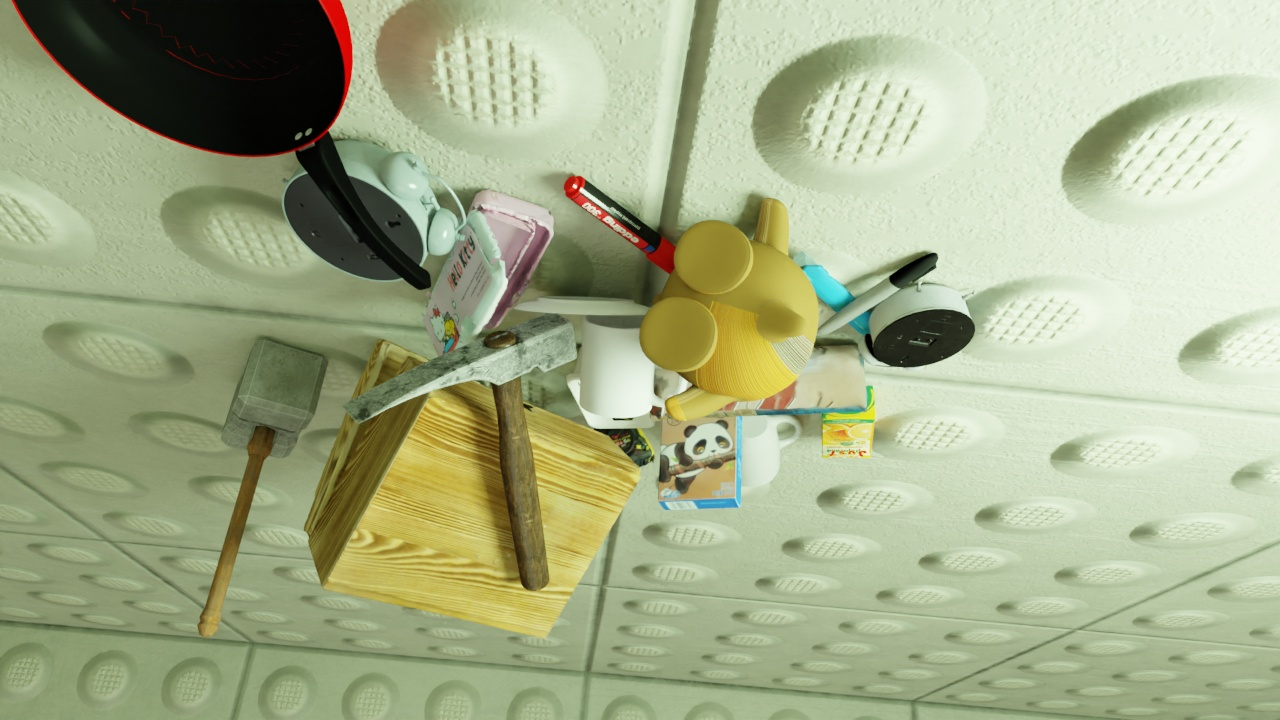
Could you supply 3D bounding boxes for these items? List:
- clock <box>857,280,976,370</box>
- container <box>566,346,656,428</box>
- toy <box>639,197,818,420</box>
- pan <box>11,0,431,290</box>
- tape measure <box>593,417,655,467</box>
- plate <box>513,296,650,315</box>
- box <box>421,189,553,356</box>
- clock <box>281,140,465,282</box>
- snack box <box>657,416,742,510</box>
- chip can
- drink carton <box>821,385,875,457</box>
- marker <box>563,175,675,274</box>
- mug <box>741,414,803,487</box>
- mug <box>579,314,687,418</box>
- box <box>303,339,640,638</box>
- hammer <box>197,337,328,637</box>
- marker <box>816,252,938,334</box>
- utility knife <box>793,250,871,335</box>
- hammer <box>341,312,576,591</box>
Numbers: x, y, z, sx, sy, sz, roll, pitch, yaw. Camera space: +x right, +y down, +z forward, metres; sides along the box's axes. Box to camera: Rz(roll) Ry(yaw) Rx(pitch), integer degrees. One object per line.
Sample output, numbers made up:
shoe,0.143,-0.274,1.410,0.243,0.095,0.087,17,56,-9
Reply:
clock,0.263,-0.027,0.885,0.094,0.035,0.123,8,146,-18
container,-0.029,0.028,1.029,0.081,0.049,0.129,-1,151,11
toy,0.087,-0.033,0.822,0.163,0.198,0.203,24,179,22
pan,-0.254,-0.178,0.637,0.209,0.067,0.356,-12,141,26
tape measure,-0.027,0.107,1.153,0.071,0.072,0.042,-22,159,-11
plate,-0.052,-0.053,0.865,0.134,0.011,0.134,2,-174,0
box,-0.150,-0.061,0.840,0.088,0.095,0.203,17,149,-18
clock,-0.219,-0.124,0.759,0.159,0.045,0.122,-3,139,22
snack box,0.068,0.090,1.023,0.087,0.151,0.034,-5,151,16
chip can,0.122,0.024,0.976,0.230,0.079,0.080,-4,150,14
drink carton,0.244,0.076,1.086,0.058,0.041,0.122,-1,151,11
marker,-0.011,-0.115,0.794,0.145,0.021,0.023,31,102,-39
mug,0.151,0.094,1.121,0.107,0.071,0.089,-22,143,-8
mug,-0.005,0.005,0.907,0.111,0.090,0.073,11,-161,21
box,-0.203,0.149,1.028,0.279,0.257,0.215,25,-174,-36
hammer,-0.446,0.151,1.038,0.083,0.317,0.163,18,149,-24
marker,0.219,-0.058,0.850,0.022,0.016,0.139,24,136,-32
utility knife,0.190,-0.060,0.871,0.031,0.015,0.173,-19,146,32
hammer,-0.148,0.121,0.877,0.037,0.217,0.301,30,134,43
